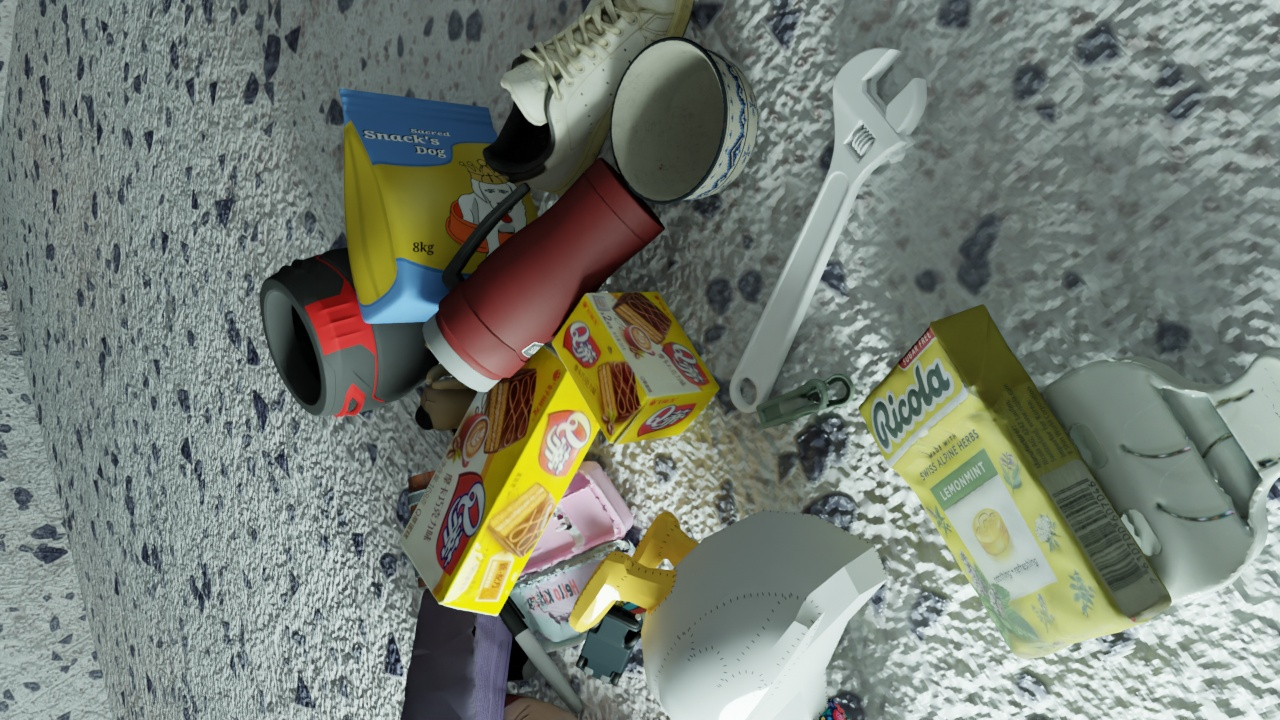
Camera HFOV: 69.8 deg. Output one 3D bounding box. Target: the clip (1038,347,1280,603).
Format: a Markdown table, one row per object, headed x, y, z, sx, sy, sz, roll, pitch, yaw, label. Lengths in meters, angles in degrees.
| x | y | z | sx | sy | sz | roll | pitch | yaw | label |
| --- | --- | --- | --- | --- | --- | --- | --- | --- | --- |
| 0.267 | 0.050 | 0.455 | 0.152 | 0.091 | 0.125 | -45 | 66 | 51 | clip |

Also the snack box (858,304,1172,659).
| x | y | z | sx | sy | sz | roll | pitch | yaw | label |
| --- | --- | --- | --- | --- | --- | --- | --- | --- | --- |
| 0.198 | 0.074 | 0.513 | 0.180 | 0.045 | 0.121 | 63 | 163 | 19 | snack box |

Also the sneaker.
| x | y | z | sx | sy | sz | roll | pitch | yaw | label |
| --- | --- | --- | --- | --- | --- | --- | --- | --- | --- |
| -0.054 | -0.234 | 0.728 | 0.089 | 0.102 | 0.242 | 57 | 130 | 25 | sneaker |

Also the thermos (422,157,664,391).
| x | y | z | sx | sy | sz | roll | pitch | yaw | label |
| --- | --- | --- | --- | --- | --- | --- | --- | --- | --- |
| -0.087 | -0.075 | 0.736 | 0.199 | 0.084 | 0.108 | -41 | 93 | 11 | thermos |

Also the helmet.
| x | y | z | sx | sy | sz | roll | pitch | yaw | label |
| --- | --- | --- | --- | --- | --- | --- | --- | --- | --- |
| -0.282 | -0.035 | 0.940 | 0.265 | 0.169 | 0.164 | -16 | 96 | 57 | helmet |

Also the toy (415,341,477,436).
| x | y | z | sx | sy | sz | roll | pitch | yaw | label |
| --- | --- | --- | --- | --- | --- | --- | --- | --- | --- |
| -0.167 | 0.028 | 0.891 | 0.134 | 0.105 | 0.108 | 39 | 133 | 40 | toy |

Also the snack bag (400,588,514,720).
| x | y | z | sx | sy | sz | roll | pitch | yaw | label |
| --- | --- | --- | --- | --- | --- | --- | --- | --- | --- |
| -0.180 | 0.307 | 0.881 | 0.096 | 0.058 | 0.205 | -17 | 50 | 23 | snack bag |

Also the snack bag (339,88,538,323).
| x | y | z | sx | sy | sz | roll | pitch | yaw | label |
| --- | --- | --- | --- | --- | --- | --- | --- | --- | --- |
| -0.183 | -0.143 | 0.835 | 0.103 | 0.158 | 0.205 | -22 | 78 | 48 | snack bag |

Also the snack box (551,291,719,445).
| x | y | z | sx | sy | sz | roll | pitch | yaw | label |
| --- | --- | --- | --- | --- | --- | --- | --- | --- | --- |
| -0.004 | 0.004 | 0.721 | 0.061 | 0.083 | 0.105 | -50 | 59 | 36 | snack box |

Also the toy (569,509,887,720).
| x | y | z | sx | sy | sz | roll | pitch | yaw | label |
| --- | --- | --- | --- | --- | --- | --- | --- | --- | --- |
| 0.089 | 0.210 | 0.622 | 0.267 | 0.140 | 0.247 | 34 | 118 | 19 | toy |

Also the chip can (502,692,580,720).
| x | y | z | sx | sy | sz | roll | pitch | yaw | label |
| --- | --- | --- | --- | --- | --- | --- | --- | --- | --- |
| -0.144 | 0.372 | 0.920 | 0.230 | 0.079 | 0.080 | -13 | 86 | 45 | chip can |

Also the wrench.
| x | y | z | sx | sy | sz | roll | pitch | yaw | label |
| --- | --- | --- | --- | --- | --- | --- | --- | --- | --- |
| 0.119 | -0.077 | 0.632 | 0.066 | 0.018 | 0.274 | 42 | 124 | 35 | wrench |

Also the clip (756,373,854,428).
| x | y | z | sx | sy | sz | roll | pitch | yaw | label |
| --- | --- | --- | --- | --- | --- | --- | --- | --- | --- |
| 0.114 | 0.029 | 0.644 | 0.075 | 0.035 | 0.023 | -29 | 76 | 50 | clip |

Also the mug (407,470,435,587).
| x | y | z | sx | sy | sz | roll | pitch | yaw | label |
| --- | --- | --- | --- | --- | --- | --- | --- | --- | --- |
| -0.205 | 0.176 | 0.966 | 0.118 | 0.081 | 0.111 | 146 | 114 | -64 | mug |

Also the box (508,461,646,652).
| x | y | z | sx | sy | sz | roll | pitch | yaw | label |
| --- | --- | --- | --- | --- | --- | --- | --- | --- | --- |
| -0.070 | 0.184 | 0.849 | 0.202 | 0.044 | 0.154 | -31 | 91 | 44 | box |

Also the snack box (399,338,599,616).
| x | y | z | sx | sy | sz | roll | pitch | yaw | label |
| --- | --- | --- | --- | --- | --- | --- | --- | --- | --- |
| -0.116 | 0.094 | 0.798 | 0.110 | 0.061 | 0.230 | 35 | 98 | 50 | snack box |

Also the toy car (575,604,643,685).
| x | y | z | sx | sy | sz | roll | pitch | yaw | label |
| --- | --- | --- | --- | --- | --- | --- | --- | --- | --- |
| -0.026 | 0.241 | 0.788 | 0.046 | 0.034 | 0.112 | 24 | 134 | 7 | toy car |

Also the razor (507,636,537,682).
| x | y | z | sx | sy | sz | roll | pitch | yaw | label |
| --- | --- | --- | --- | --- | --- | --- | --- | --- | --- |
| -0.163 | 0.305 | 0.950 | 0.157 | 0.057 | 0.060 | -14 | 129 | 45 | razor |

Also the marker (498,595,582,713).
| x | y | z | sx | sy | sz | roll | pitch | yaw | label |
| --- | --- | --- | --- | --- | --- | --- | --- | --- | --- |
| -0.098 | 0.281 | 0.883 | 0.022 | 0.016 | 0.138 | -43 | 81 | 26 | marker |

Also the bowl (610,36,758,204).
| x | y | z | sx | sy | sz | roll | pitch | yaw | label |
| --- | --- | --- | --- | --- | --- | --- | --- | --- | --- |
| 0.038 | -0.172 | 0.671 | 0.116 | 0.059 | 0.115 | 7 | 100 | 45 | bowl |
